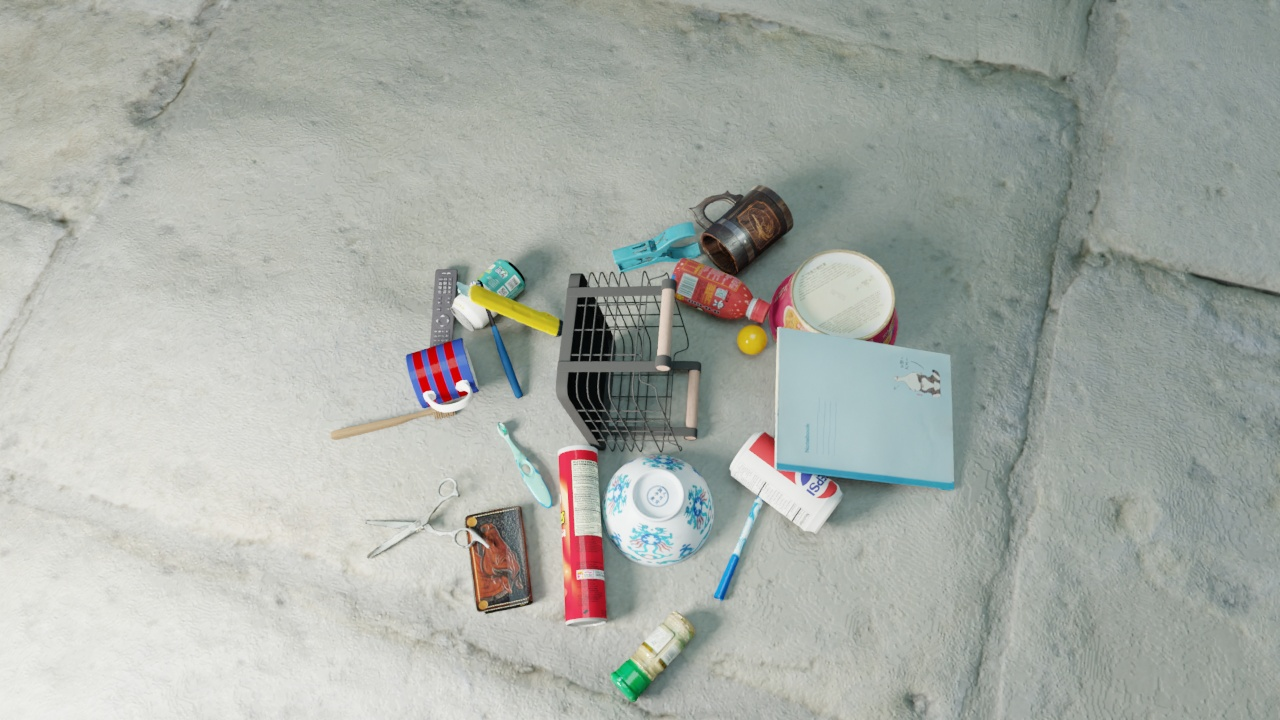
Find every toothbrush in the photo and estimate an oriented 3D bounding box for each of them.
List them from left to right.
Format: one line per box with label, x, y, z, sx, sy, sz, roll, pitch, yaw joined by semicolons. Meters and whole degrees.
toothbrush;-0.326;0.083;1.213;0.167;0.016;0.016;-13;66;-5
toothbrush;-0.191;-0.028;1.225;0.014;0.014;0.167;-21;91;-46
toothbrush;-0.151;0.134;1.186;0.022;0.017;0.135;-30;69;-12

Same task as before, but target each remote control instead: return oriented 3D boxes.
remote control;-0.273;-0.064;1.276;0.032;0.015;0.136;-1;69;1

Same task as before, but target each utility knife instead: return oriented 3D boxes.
utility knife;-0.173;-0.070;1.231;0.164;0.017;0.030;25;53;-32

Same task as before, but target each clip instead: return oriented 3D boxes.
clip;0.032;-0.150;1.303;0.130;0.121;0.031;-25;67;24

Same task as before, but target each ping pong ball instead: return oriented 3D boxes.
ping pong ball;0.150;-0.028;1.237;0.040;0.040;0.040;0;66;1

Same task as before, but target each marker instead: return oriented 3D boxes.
marker;0.124;0.231;1.139;0.013;0.013;0.141;23;69;11

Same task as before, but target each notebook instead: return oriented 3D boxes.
notebook;0.284;0.062;1.151;0.253;0.009;0.181;8;75;-18

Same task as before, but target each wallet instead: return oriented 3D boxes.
wallet;-0.175;0.246;1.135;0.072;0.019;0.123;-12;66;1

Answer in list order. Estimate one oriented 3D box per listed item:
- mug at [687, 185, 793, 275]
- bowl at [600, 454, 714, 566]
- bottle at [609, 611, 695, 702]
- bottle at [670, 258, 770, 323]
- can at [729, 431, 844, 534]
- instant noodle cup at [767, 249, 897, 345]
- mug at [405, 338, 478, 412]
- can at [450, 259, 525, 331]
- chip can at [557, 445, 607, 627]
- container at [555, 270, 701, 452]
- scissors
mug;0.136;-0.195;1.283;0.107;0.080;0.116;-41;94;-14
bowl;0.021;0.175;1.132;0.144;0.074;0.143;-1;66;1
bottle;0.015;0.345;1.076;0.043;0.043;0.111;42;72;17
bottle;0.109;-0.090;1.254;0.137;0.062;0.061;25;69;11
can;0.181;0.151;1.141;0.132;0.070;0.070;36;72;16
instant noodle cup;0.265;-0.073;1.234;0.178;0.078;0.178;0;66;1
mug;-0.255;0.028;1.194;0.076;0.075;0.111;-17;42;-7
can;-0.209;-0.090;1.265;0.055;0.055;0.101;39;73;16
chip can;-0.072;0.215;1.130;0.052;0.052;0.214;-4;66;-1
container;-0.007;0.007;1.123;0.130;0.241;0.162;0;66;12
scissors;-0.266;0.214;1.145;0.162;0.014;0.141;34;77;22
